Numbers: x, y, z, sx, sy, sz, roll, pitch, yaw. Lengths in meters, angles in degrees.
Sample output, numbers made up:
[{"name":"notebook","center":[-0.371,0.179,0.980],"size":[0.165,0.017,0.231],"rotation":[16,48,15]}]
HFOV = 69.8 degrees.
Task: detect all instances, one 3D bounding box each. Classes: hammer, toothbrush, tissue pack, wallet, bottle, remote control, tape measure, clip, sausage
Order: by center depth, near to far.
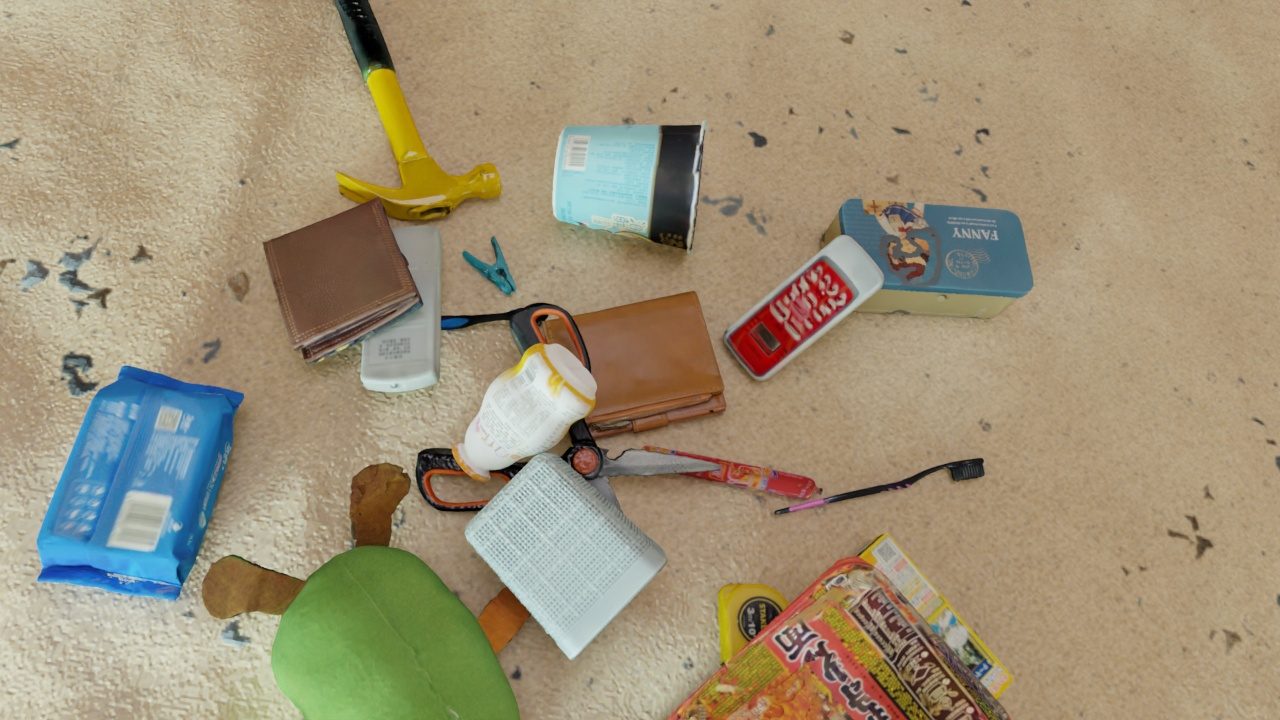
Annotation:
[{"name":"tissue pack","center":[-0.343,0.083,0.637],"size":[0.095,0.052,0.156],"rotation":[11,65,-7]},{"name":"bottle","center":[-0.084,0.039,0.651],"size":[0.108,0.063,0.063],"rotation":[-42,77,9]},{"name":"tape measure","center":[0.083,0.194,0.673],"size":[0.057,0.029,0.060],"rotation":[2,66,-8]},{"name":"wallet","center":[-0.231,-0.067,0.711],"size":[0.101,0.032,0.124],"rotation":[-26,57,-6]},{"name":"sausage","center":[0.068,0.088,0.721],"size":[0.156,0.020,0.020],"rotation":[11,65,-4]},{"name":"remote control","center":[-0.186,-0.043,0.722],"size":[0.058,0.021,0.149],"rotation":[-6,58,-1]},{"name":"wallet","center":[-0.004,0.004,0.738],"size":[0.131,0.031,0.107],"rotation":[-13,71,-9]},{"name":"toothbrush","center":[-0.169,-0.028,0.738],"size":[0.189,0.016,0.014],"rotation":[-5,70,-9]},{"name":"toothbrush","center":[0.196,0.105,0.740],"size":[0.189,0.014,0.017],"rotation":[-11,81,-13]},{"name":"remote control","center":[0.133,-0.042,0.754],"size":[0.136,0.020,0.056],"rotation":[-40,75,10]},{"name":"clip","center":[-0.122,-0.077,0.765],"size":[0.034,0.013,0.054],"rotation":[-30,72,-19]},{"name":"hammer","center":[-0.231,-0.252,0.813],"size":[0.128,0.033,0.300],"rotation":[-18,71,-18]}]

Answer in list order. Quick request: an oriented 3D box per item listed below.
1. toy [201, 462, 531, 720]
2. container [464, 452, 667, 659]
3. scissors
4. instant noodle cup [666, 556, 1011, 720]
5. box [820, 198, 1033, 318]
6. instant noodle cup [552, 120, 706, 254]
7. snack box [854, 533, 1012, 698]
[{"name":"toy","center":[-0.161,0.199,0.597],"size":[0.226,0.090,0.246],"rotation":[-30,77,-34]},{"name":"container","center":[-0.052,0.127,0.630],"size":[0.111,0.090,0.090],"rotation":[45,85,4]},{"name":"scissors","center":[-0.058,0.063,0.691],"size":[0.234,0.022,0.220],"rotation":[-8,83,-2]},{"name":"instant noodle cup","center":[0.124,0.242,0.608],"size":[0.188,0.079,0.164],"rotation":[-40,87,-5]},{"name":"box","center":[0.254,-0.087,0.808],"size":[0.184,0.062,0.089],"rotation":[0,67,-8]},{"name":"instant noodle cup","center":[-0.010,-0.150,0.773],"size":[0.120,0.111,0.111],"rotation":[6,65,2]},{"name":"snack box","center":[0.197,0.210,0.684],"size":[0.086,0.034,0.140],"rotation":[-35,75,-21]}]
